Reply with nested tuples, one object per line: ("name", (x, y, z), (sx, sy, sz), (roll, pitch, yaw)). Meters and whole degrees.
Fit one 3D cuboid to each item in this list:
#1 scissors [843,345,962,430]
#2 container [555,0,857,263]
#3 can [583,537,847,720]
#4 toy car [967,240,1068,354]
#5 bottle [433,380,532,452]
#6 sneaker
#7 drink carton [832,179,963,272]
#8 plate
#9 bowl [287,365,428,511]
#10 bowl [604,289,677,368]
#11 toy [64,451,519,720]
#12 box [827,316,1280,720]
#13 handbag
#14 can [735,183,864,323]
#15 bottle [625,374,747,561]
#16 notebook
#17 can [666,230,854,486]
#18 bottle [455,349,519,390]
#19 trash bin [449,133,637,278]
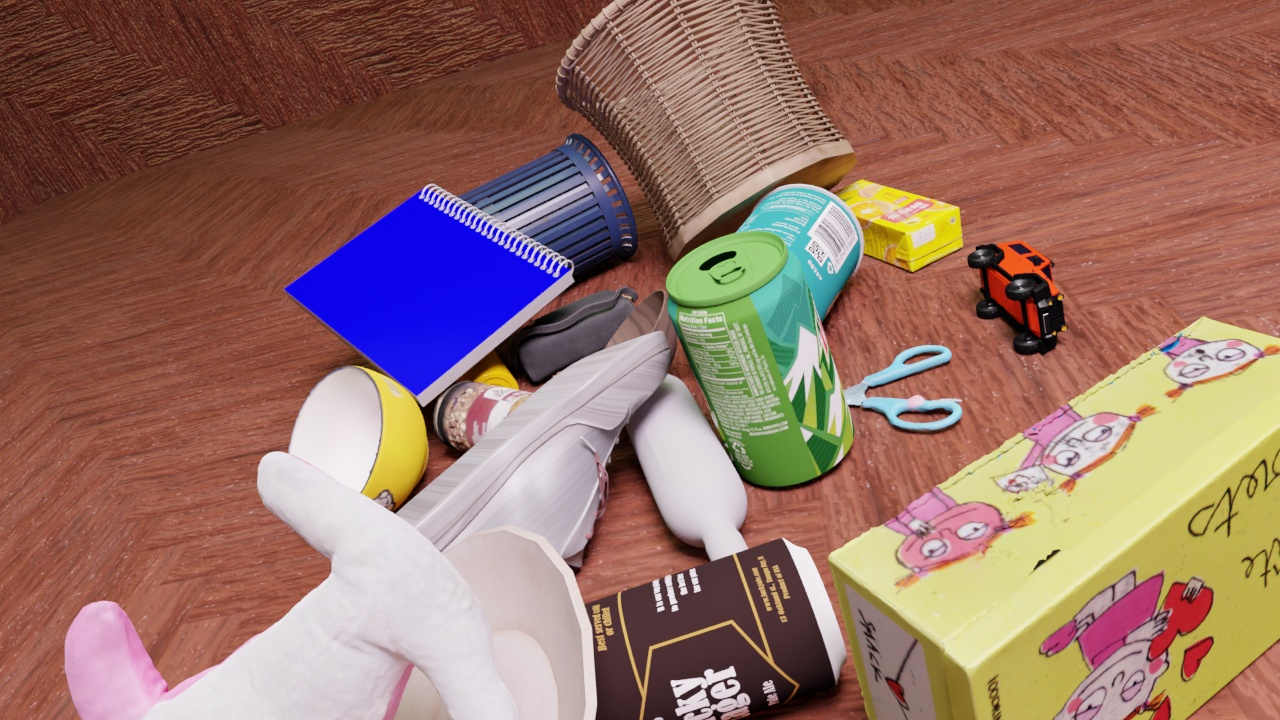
("scissors", (0.162, 0.015, 0.634), (0.139, 0.015, 0.117), (9, 39, 38))
("container", (0.068, -0.220, 0.841), (0.227, 0.196, 0.227), (-28, -7, -4))
("can", (0.027, 0.136, 0.435), (0.128, 0.072, 0.071), (-19, 28, 1))
("toy car", (0.267, -0.049, 0.640), (0.049, 0.051, 0.100), (-19, 27, 3))
("bottle", (-0.102, 0.048, 0.690), (0.105, 0.056, 0.056), (8, 38, 41))
("sneaker", (-0.055, 0.078, 0.573), (0.235, 0.089, 0.099), (-41, 13, -19))
("drink carton", (0.218, -0.123, 0.814), (0.058, 0.043, 0.134), (-25, 29, -14))
("plate", (-0.075, 0.169, 0.408), (0.189, 0.027, 0.188), (-30, 47, 37))
("bowl", (-0.203, 0.068, 0.687), (0.117, 0.067, 0.117), (-14, 67, 36))
("bowl", (-0.004, 0.004, 0.699), (0.119, 0.032, 0.119), (-52, 14, 18))
("toy", (-0.162, 0.162, 0.421), (0.266, 0.186, 0.127), (-47, -7, 19))
("box", (0.194, 0.084, 0.375), (0.220, 0.124, 0.079), (-26, 29, -16))
("handbag", (-0.059, -0.030, 0.810), (0.128, 0.054, 0.079), (-25, 24, -6))
("can", (0.104, -0.061, 0.712), (0.099, 0.099, 0.143), (0, 33, 32))
("bottle", (0.032, 0.073, 0.567), (0.052, 0.052, 0.195), (-21, 28, -3))
("notebook", (-0.180, -0.067, 0.782), (0.209, 0.022, 0.171), (32, 64, 35))
("can", (0.074, 0.000, 0.564), (0.083, 0.144, 0.083), (-18, 31, 11))
("bottle", (-0.146, 0.004, 0.811), (0.043, 0.043, 0.143), (-26, 28, -12))
("trash bin", (-0.144, -0.113, 0.924), (0.249, 0.139, 0.139), (-29, 29, -15))
